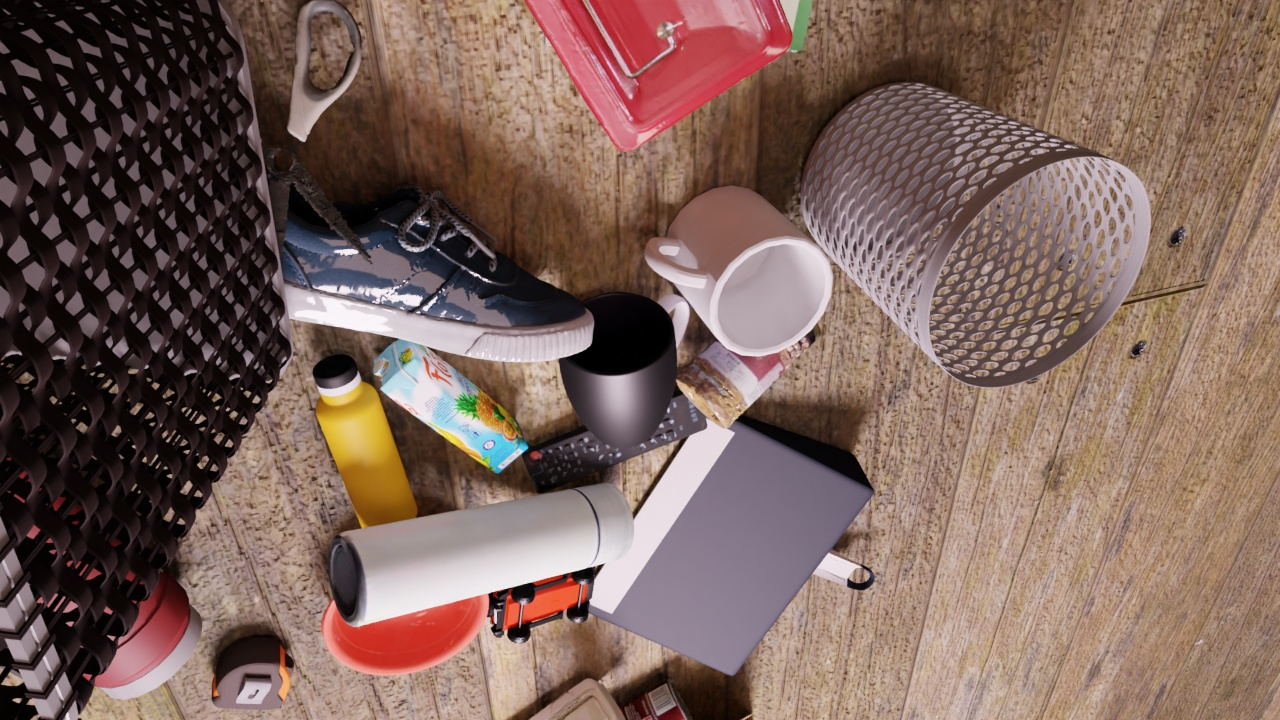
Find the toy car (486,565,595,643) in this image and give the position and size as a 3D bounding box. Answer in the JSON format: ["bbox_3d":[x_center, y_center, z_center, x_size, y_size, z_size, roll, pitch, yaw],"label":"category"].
[{"bbox_3d":[-0.087,0.202,0.790,0.100,0.049,0.051,-9,120,-35],"label":"toy car"}]

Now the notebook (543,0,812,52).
[{"bbox_3d":[0.040,-0.307,0.526,0.181,0.010,0.253,-5,124,-19],"label":"notebook"}]

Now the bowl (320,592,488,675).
[{"bbox_3d":[-0.191,0.193,0.744,0.130,0.045,0.131,-11,125,-16],"label":"bowl"}]

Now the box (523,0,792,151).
[{"bbox_3d":[-0.004,-0.216,0.512,0.129,0.087,0.158,-33,132,1],"label":"box"}]

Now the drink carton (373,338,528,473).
[{"bbox_3d":[-0.135,0.032,0.660,0.038,0.044,0.129,-40,130,6],"label":"drink carton"}]

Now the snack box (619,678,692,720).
[{"bbox_3d":[-0.006,0.386,0.934,0.121,0.072,0.072,-29,128,-3],"label":"snack box"}]

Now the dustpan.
[{"bbox_3d":[0.116,0.178,0.867,0.273,0.080,0.237,27,110,-12],"label":"dustpan"}]

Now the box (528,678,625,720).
[{"bbox_3d":[-0.067,0.393,0.826,0.143,0.187,0.105,-38,144,-2],"label":"box"}]

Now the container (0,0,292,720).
[{"bbox_3d":[-0.309,-0.027,0.378,0.247,0.243,0.246,6,123,2],"label":"container"}]

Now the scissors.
[{"bbox_3d":[-0.202,-0.128,0.506,0.171,0.012,0.157,32,86,-11],"label":"scissors"}]

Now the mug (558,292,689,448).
[{"bbox_3d":[-0.004,0.004,0.682,0.118,0.085,0.100,-43,148,-30],"label":"mug"}]

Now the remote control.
[{"bbox_3d":[-0.021,0.061,0.742,0.150,0.022,0.047,-20,128,-6],"label":"remote control"}]

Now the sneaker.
[{"bbox_3d":[-0.134,-0.062,0.575,0.235,0.089,0.087,11,113,-23],"label":"sneaker"}]

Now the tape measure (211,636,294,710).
[{"bbox_3d":[-0.311,0.256,0.741,0.058,0.038,0.059,17,114,-31],"label":"tape measure"}]

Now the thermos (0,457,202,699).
[{"bbox_3d":[-0.384,0.144,0.595,0.084,0.107,0.199,-3,130,24],"label":"thermos"}]

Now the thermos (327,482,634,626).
[{"bbox_3d":[-0.113,0.141,0.694,0.229,0.068,0.068,-6,125,-38],"label":"thermos"}]

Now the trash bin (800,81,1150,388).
[{"bbox_3d":[0.213,-0.097,0.628,0.156,0.183,0.157,-11,125,-16],"label":"trash bin"}]

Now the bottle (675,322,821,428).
[{"bbox_3d":[0.083,-0.002,0.706,0.105,0.056,0.056,-44,128,-6],"label":"bottle"}]

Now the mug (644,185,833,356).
[{"bbox_3d":[0.060,-0.066,0.645,0.121,0.090,0.091,5,120,-25],"label":"mug"}]

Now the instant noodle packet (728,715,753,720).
[{"bbox_3d":[0.024,0.439,0.967,0.221,0.032,0.160,-30,164,-1],"label":"instant noodle packet"}]

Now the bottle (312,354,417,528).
[{"bbox_3d":[-0.198,0.061,0.654,0.043,0.043,0.144,-16,127,-12],"label":"bottle"}]
